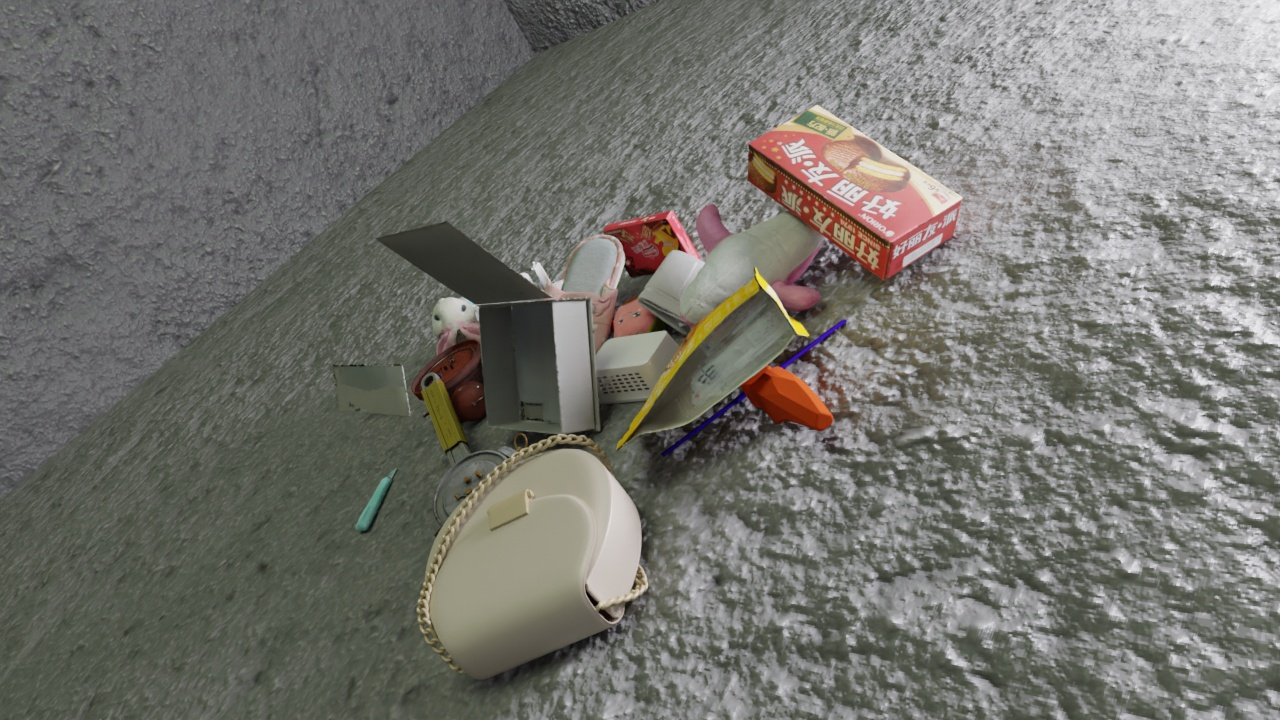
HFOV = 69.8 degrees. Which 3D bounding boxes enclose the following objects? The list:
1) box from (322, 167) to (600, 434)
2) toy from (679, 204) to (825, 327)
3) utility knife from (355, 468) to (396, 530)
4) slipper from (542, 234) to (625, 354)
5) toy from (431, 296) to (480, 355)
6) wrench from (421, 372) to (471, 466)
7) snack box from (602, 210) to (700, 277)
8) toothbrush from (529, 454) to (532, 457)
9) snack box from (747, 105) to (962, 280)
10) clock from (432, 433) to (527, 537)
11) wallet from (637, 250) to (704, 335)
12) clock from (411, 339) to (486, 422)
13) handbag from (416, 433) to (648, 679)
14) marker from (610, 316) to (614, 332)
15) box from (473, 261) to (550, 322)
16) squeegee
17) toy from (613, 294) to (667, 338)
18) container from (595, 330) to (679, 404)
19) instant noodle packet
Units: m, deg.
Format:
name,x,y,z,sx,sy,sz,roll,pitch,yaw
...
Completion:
name,x,y,z,sx,sy,sz,roll,pitch,yaw
box,-0.179,-0.067,1.078,0.167,0.369,0.149,-1,43,47
toy,0.148,-0.115,1.121,0.265,0.128,0.186,-39,70,-15
utility knife,-0.357,0.185,1.246,0.022,0.015,0.128,-19,28,18
slipper,-0.086,-0.073,1.259,0.114,0.054,0.273,0,55,19
toy,-0.290,-0.070,1.501,0.131,0.106,0.205,-26,29,7
wrench,-0.237,0.098,1.175,0.084,0.018,0.273,-39,44,6
snack box,0.016,-0.170,1.349,0.133,0.089,0.021,-4,39,44
toothbrush,-0.118,0.148,1.047,0.021,0.017,0.135,-32,26,7
snack box,0.240,-0.200,1.062,0.113,0.060,0.236,-32,53,-18
clock,-0.174,0.144,1.044,0.104,0.056,0.147,17,63,39
wallet,0.053,-0.094,1.194,0.116,0.086,0.032,-62,0,-40
clock,-0.252,0.033,1.321,0.158,0.072,0.120,-8,36,41
handbag,-0.101,0.191,0.887,0.211,0.103,0.208,-26,35,14
marker,0.010,-0.091,1.297,0.144,0.023,0.021,-42,36,-17
box,-0.176,-0.090,1.405,0.124,0.109,0.136,-28,28,9
squeegee,0.139,0.035,0.911,0.249,0.055,0.185,-36,19,-6
toy,0.002,-0.051,1.208,0.090,0.051,0.109,-17,31,24
container,-0.007,0.007,1.124,0.129,0.049,0.080,-7,37,41
instant noodle packet,0.066,0.008,0.972,0.222,0.084,0.162,-42,4,11
